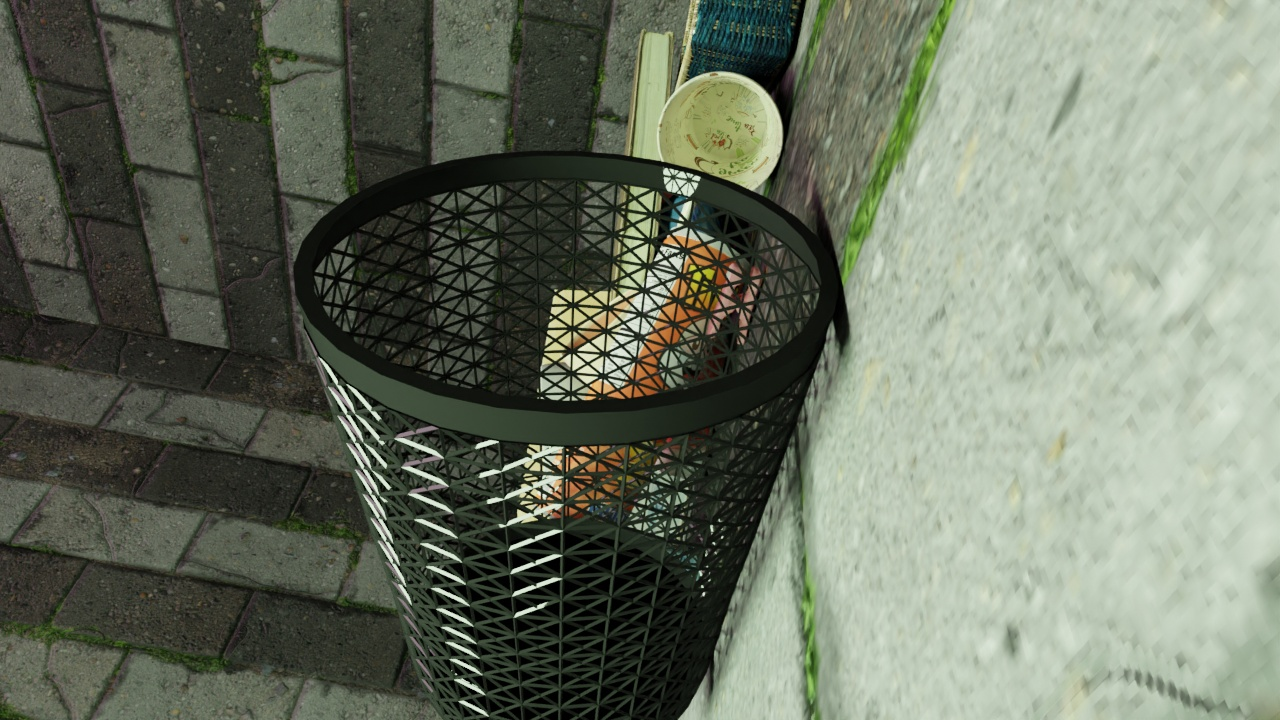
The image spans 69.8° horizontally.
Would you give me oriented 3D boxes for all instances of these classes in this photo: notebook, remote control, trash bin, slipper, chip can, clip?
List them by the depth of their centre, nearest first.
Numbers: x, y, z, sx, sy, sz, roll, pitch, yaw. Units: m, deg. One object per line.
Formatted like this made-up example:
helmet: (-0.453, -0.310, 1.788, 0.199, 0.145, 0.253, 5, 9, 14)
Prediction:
trash bin: (-0.035, 0.055, 0.446, 0.216, 0.217, 0.244, -82, -3, -55)
clip: (0.066, -0.034, 0.582, 0.022, 0.038, 0.059, -77, -2, -50)
chip can: (0.002, 0.017, 0.623, 0.210, 0.062, 0.062, -63, 1, -5)
remote control: (0.080, -0.138, 0.732, 0.039, 0.010, 0.124, 104, 176, -57)
slipper: (0.043, -0.092, 0.767, 0.213, 0.059, 0.104, -111, 27, -75)
notebook: (-0.002, -0.150, 0.824, 0.190, 0.034, 0.215, 104, 172, -66)

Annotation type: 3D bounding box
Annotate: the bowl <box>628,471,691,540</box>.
bowl: (0.006, 0.117, 0.799, 0.151, 0.057, 0.150, -175, 95, -88)

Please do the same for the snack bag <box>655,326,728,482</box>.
snack bag: (0.037, 0.032, 0.690, 0.077, 0.036, 0.116, 116, 165, -84)

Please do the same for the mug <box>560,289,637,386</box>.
mug: (-0.005, 0.005, 0.773, 0.085, 0.104, 0.111, -42, 13, -5)

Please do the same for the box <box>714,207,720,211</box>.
box: (0.082, -0.225, 0.885, 0.154, 0.058, 0.216, 102, 178, -60)

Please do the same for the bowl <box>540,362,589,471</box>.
bowl: (-0.053, 0.067, 0.812, 0.132, 0.064, 0.132, 176, 92, -85)

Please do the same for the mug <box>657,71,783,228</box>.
mug: (0.051, -0.142, 0.639, 0.097, 0.081, 0.122, -66, -3, -67)

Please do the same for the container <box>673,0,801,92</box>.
container: (0.077, -0.278, 0.693, 0.187, 0.071, 0.145, -123, 43, -87)

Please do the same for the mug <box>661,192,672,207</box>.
mug: (0.046, -0.163, 1.048, 0.113, 0.087, 0.088, -50, -32, -27)

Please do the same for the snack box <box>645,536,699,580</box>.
snack box: (-0.007, 0.232, 0.612, 0.059, 0.059, 0.226, 158, 123, -84)

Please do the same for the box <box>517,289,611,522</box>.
box: (-0.036, 0.058, 0.910, 0.141, 0.122, 0.248, 0, 79, 60)
